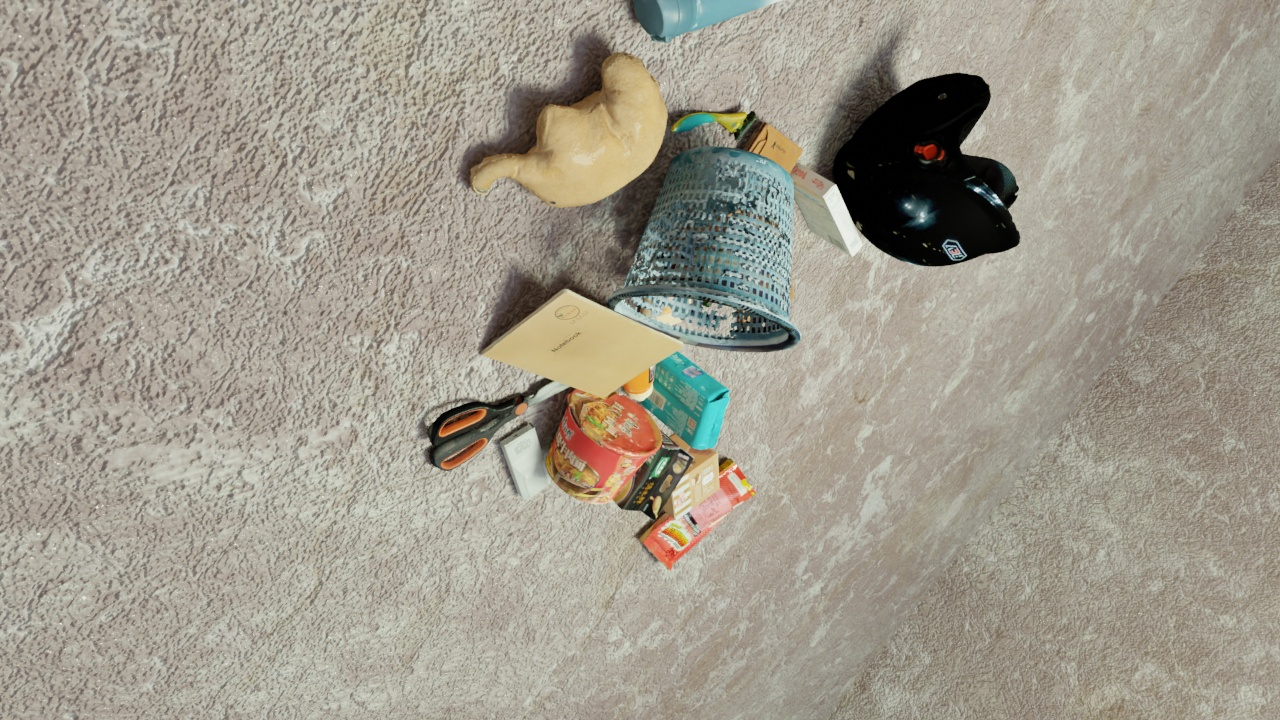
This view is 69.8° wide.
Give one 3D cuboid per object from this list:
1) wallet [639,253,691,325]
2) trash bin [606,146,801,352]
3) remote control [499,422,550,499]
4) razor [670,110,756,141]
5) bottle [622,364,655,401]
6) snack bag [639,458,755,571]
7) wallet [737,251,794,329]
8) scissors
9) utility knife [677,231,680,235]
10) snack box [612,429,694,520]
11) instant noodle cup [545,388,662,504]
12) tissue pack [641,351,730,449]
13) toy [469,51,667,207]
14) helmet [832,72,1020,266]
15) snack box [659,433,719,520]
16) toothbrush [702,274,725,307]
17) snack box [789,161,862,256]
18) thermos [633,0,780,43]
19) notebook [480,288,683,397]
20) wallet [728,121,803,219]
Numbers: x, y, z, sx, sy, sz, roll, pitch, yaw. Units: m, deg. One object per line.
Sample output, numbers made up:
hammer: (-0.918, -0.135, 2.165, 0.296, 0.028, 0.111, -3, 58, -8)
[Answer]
wallet: (0.040, -0.094, 1.220, 0.087, 0.024, 0.115, -13, 130, -32)
trash bin: (0.090, -0.132, 1.075, 0.226, 0.227, 0.195, 28, 70, -53)
remote control: (-0.151, 0.137, 1.225, 0.049, 0.024, 0.125, -34, 140, -21)
razor: (0.081, -0.282, 1.092, 0.132, 0.028, 0.043, -15, 163, -40)
bottle: (-0.007, 0.007, 1.231, 0.066, 0.067, 0.150, -35, 148, -18)
snack bag: (0.099, 0.264, 1.565, 0.207, 0.073, 0.128, -40, 138, -4)
wallet: (0.183, -0.111, 1.355, 0.101, 0.020, 0.115, -32, 137, -21)
scissors: (-0.169, 0.071, 1.158, 0.233, 0.021, 0.161, -7, 133, -48)
utility knife: (0.085, -0.162, 1.207, 0.202, 0.018, 0.034, -2, 121, -43)
snack box: (-0.006, 0.143, 1.293, 0.053, 0.125, 0.113, 13, 112, -50)
instant noodle cup: (-0.054, 0.117, 1.223, 0.137, 0.138, 0.109, 1, 129, -46)
tissue pack: (0.065, 0.054, 1.282, 0.050, 0.133, 0.093, -19, 137, -40)
toy: (-0.067, -0.219, 0.960, 0.225, 0.082, 0.143, -38, 137, -10)
helmet: (0.398, -0.241, 1.258, 0.231, 0.274, 0.233, -30, 143, 18)
snack box: (0.063, 0.176, 1.433, 0.094, 0.077, 0.093, -33, 140, -23)
toothbrush: (0.148, -0.148, 1.291, 0.186, 0.012, 0.017, -51, 149, 2)
snack box: (0.256, -0.211, 1.285, 0.027, 0.085, 0.157, -47, 143, -2)
thermos: (0.093, -0.397, 0.972, 0.220, 0.070, 0.070, -28, 138, -26)
notebook: (-0.067, -0.014, 1.111, 0.148, 0.008, 0.207, -33, 144, 30)
wallet: (0.152, -0.238, 1.202, 0.107, 0.031, 0.132, 16, 109, -52)
